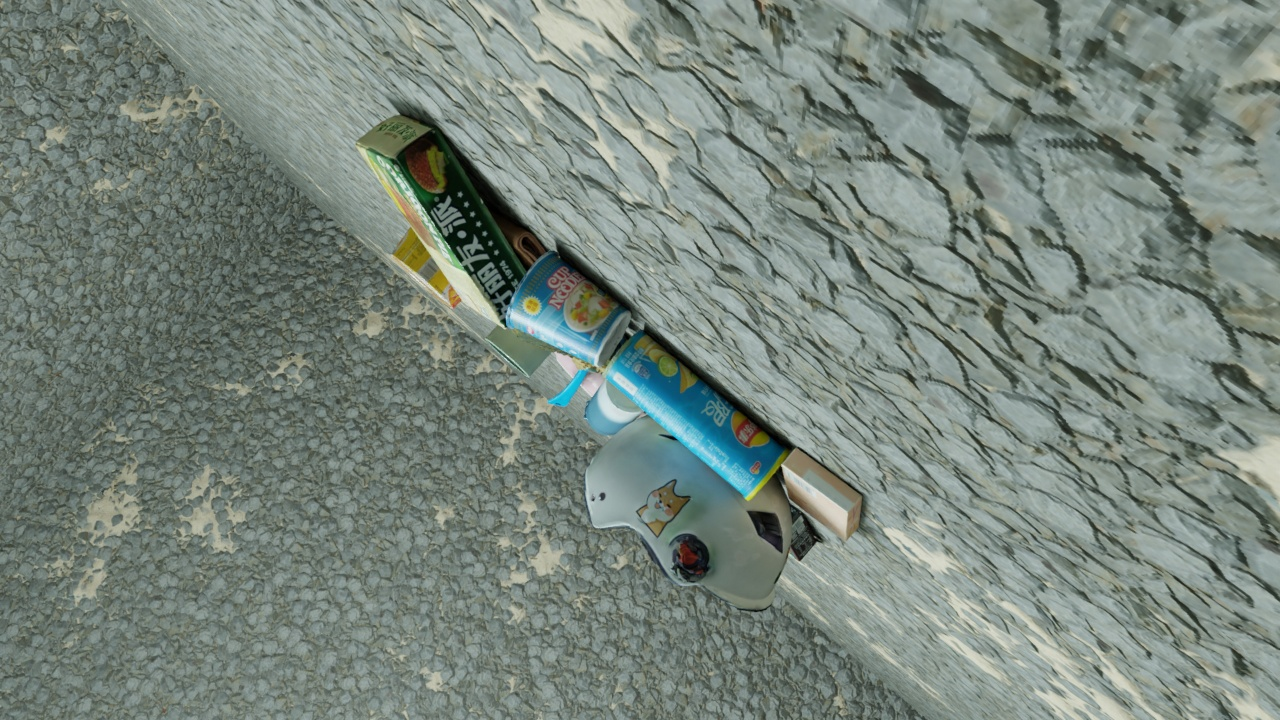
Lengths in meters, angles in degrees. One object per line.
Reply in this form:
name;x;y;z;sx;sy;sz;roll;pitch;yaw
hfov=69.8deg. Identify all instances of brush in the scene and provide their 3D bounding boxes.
brush;-0.079;0.019;1.206;0.083;0.045;0.255;12;154;-17
brush;-0.080;-0.042;1.076;0.144;0.073;0.055;16;150;23

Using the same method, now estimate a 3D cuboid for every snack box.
snack box;0.200;0.233;1.353;0.113;0.053;0.126;33;163;40
snack box;0.198;0.149;1.000;0.084;0.026;0.157;37;171;22
snack box;-0.211;-0.152;1.021;0.114;0.063;0.240;30;156;49

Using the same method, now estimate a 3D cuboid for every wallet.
wallet;-0.147;-0.132;1.085;0.132;0.031;0.108;34;167;44

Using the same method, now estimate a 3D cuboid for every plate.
plate;-0.072;0.024;1.383;0.192;0.039;0.192;44;-179;-1

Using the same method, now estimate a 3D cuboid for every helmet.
helmet;0.077;0.155;1.095;0.274;0.157;0.229;33;-163;13

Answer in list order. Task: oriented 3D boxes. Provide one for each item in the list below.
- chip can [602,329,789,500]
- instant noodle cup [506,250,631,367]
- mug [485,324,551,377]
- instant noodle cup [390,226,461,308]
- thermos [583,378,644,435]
chip can;0.060;0.058;1.000;0.210;0.071;0.071;40;171;8
instant noodle cup;-0.072;-0.050;0.992;0.110;0.099;0.099;31;170;9
mug;-0.159;-0.046;1.297;0.082;0.106;0.112;45;170;-32
instant noodle cup;-0.256;-0.143;1.226;0.138;0.109;0.138;39;172;6
thermos;-0.027;0.053;1.170;0.070;0.070;0.221;41;164;1
